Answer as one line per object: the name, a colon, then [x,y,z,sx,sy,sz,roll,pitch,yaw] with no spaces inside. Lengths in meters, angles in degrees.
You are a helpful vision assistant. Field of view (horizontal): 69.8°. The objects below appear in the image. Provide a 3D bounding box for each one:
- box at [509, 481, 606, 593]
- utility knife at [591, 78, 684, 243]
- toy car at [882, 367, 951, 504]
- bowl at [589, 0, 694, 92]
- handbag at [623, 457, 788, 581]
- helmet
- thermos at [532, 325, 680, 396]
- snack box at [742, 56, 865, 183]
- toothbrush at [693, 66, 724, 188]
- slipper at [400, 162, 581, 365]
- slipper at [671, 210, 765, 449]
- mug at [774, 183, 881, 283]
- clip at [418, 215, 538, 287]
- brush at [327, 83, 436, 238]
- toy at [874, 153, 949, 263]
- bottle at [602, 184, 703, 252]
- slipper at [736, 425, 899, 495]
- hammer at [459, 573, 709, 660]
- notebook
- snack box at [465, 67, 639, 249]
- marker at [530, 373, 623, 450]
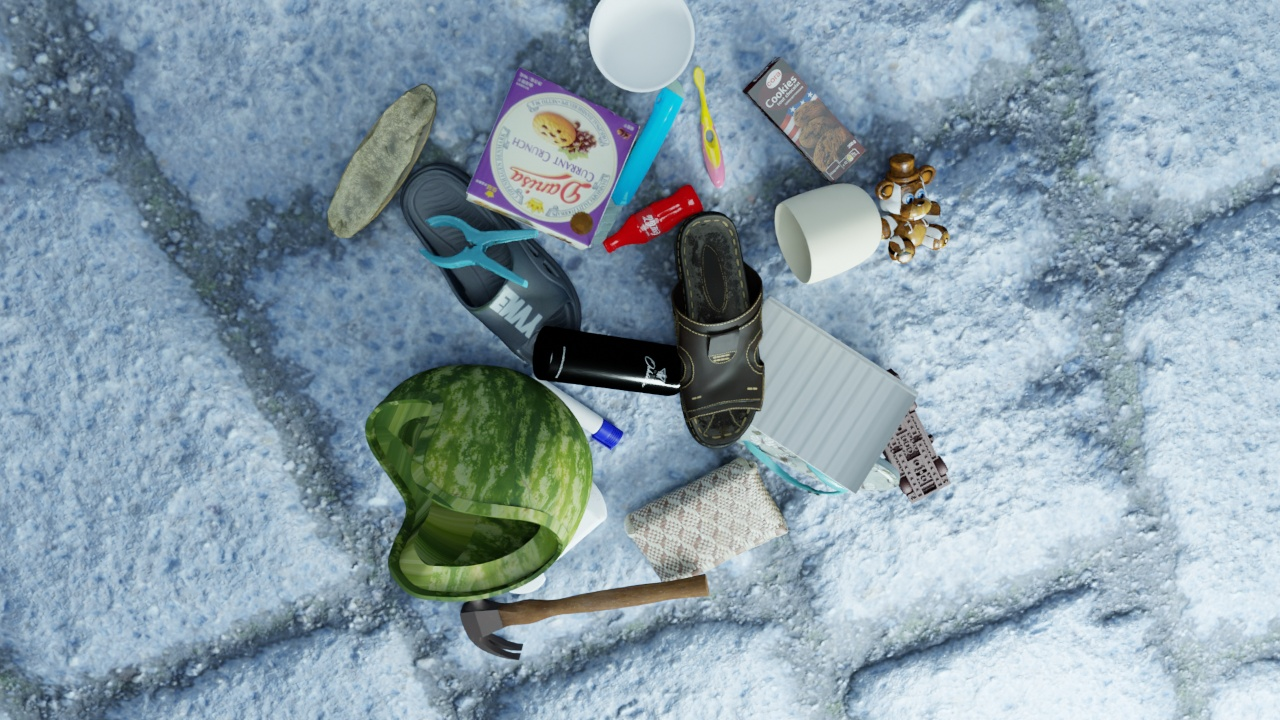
box: [-0.119,0.214,1.131,0.166,0.092,0.083,-42,119,12]
utility knife: [-0.005,-0.218,1.021,0.031,0.015,0.205,27,97,-15]
toy car: [0.320,0.091,1.139,0.070,0.061,0.170,-29,110,5]
bowl: [0.000,-0.342,0.972,0.110,0.040,0.110,-1,109,-4]
handbag: [0.084,0.206,1.169,0.186,0.047,0.124,-28,115,7]
helmet: [-0.173,0.118,1.016,0.243,0.247,0.214,0,134,-24]
thermos: [-0.007,0.006,1.065,0.231,0.061,0.061,8,109,-26]
snack box: [0.182,-0.266,1.019,0.141,0.031,0.051,42,101,-17]
toothbrush: [0.076,-0.259,1.023,0.021,0.016,0.135,-14,112,-2]
slipper: [-0.162,-0.102,1.022,0.111,0.083,0.268,-37,107,6]
slipper: [0.088,-0.033,1.023,0.113,0.076,0.268,-5,96,-12]
mug: [0.217,-0.141,1.039,0.099,0.096,0.120,-21,150,-7]
clip: [-0.176,-0.105,0.978,0.127,0.028,0.113,21,84,2]
brush: [-0.280,-0.213,0.992,0.059,0.043,0.196,34,104,-15]
toy: [0.304,-0.176,1.045,0.087,0.067,0.113,-22,123,-13]
bottle: [0.012,-0.157,1.040,0.119,0.036,0.036,-28,109,5]
slipper: [0.181,0.119,1.119,0.269,0.098,0.054,22,62,-2]
hammer: [-0.073,0.314,1.181,0.323,0.033,0.115,-11,110,7]
notebook: [0.201,0.039,1.077,0.210,0.009,0.142,34,82,5]
snack box: [-0.095,-0.215,0.990,0.143,0.040,0.148,22,89,-13]
marker: [-0.082,0.062,1.116,0.133,0.023,0.027,35,101,-15]
